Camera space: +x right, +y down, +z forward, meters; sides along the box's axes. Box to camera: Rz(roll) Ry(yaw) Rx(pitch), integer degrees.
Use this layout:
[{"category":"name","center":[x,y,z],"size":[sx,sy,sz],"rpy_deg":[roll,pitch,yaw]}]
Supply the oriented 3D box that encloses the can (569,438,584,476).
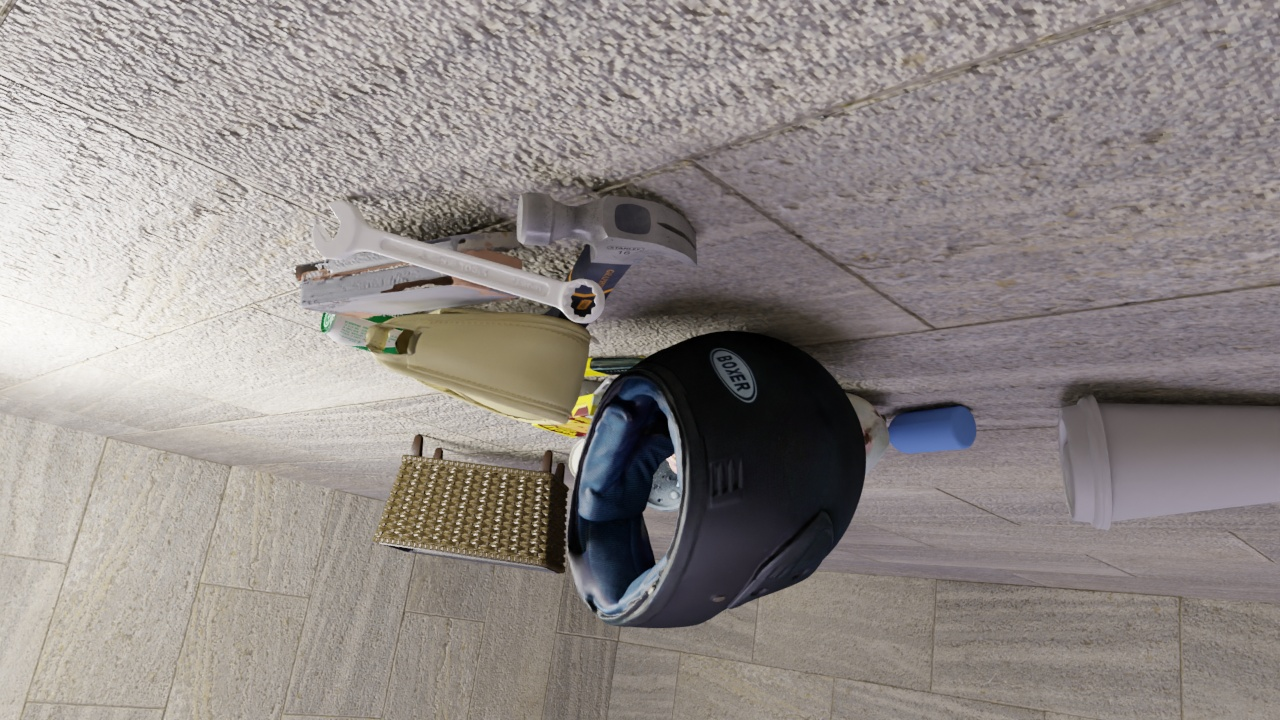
[{"category":"can","center":[-0.043,0.177,1.503],"size":[0.079,0.078,0.146],"rpy_deg":[-5,159,39]}]

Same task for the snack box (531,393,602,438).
[{"category":"snack box","center":[-0.068,0.067,1.080],"size":[0.061,0.025,0.149],"rpy_deg":[20,162,-28]}]

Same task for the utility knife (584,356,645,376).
[{"category":"utility knife","center":[-0.006,0.006,1.015],"size":[0.214,0.020,0.028],"rpy_deg":[-1,164,32]}]

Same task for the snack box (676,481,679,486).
[{"category":"snack box","center":[0.139,0.142,1.215],"size":[0.059,0.059,0.227],"rpy_deg":[19,161,-33]}]

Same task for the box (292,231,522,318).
[{"category":"box","center":[-0.195,-0.068,0.763],"size":[0.217,0.063,0.081],"rpy_deg":[-4,176,36]}]

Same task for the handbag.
[{"category":"handbag","center":[-0.140,-0.001,0.837],"size":[0.191,0.088,0.233],"rpy_deg":[15,173,-5]}]

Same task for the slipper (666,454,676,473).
[{"category":"slipper","center":[0.053,0.092,1.128],"size":[0.081,0.093,0.197],"rpy_deg":[28,175,-7]}]

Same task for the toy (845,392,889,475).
[{"category":"toy","center":[0.195,0.108,1.040],"size":[0.180,0.101,0.138],"rpy_deg":[-39,171,25]}]

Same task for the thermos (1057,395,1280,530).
[{"category":"thermos","center":[0.527,0.093,0.875],"size":[0.222,0.131,0.131],"rpy_deg":[-6,160,19]}]

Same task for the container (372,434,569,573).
[{"category":"container","center":[-0.294,0.265,1.702],"size":[0.321,0.204,0.176],"rpy_deg":[6,164,9]}]

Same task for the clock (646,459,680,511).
[{"category":"clock","center":[0.057,0.168,1.366],"size":[0.162,0.118,0.060],"rpy_deg":[15,175,1]}]

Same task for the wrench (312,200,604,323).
[{"category":"wrench","center":[-0.142,-0.072,0.670],"size":[0.274,0.047,0.009],"rpy_deg":[17,-172,27]}]

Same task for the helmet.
[{"category":"helmet","center":[0.085,0.122,0.897],"size":[0.235,0.249,0.317],"rpy_deg":[-2,131,-30]}]

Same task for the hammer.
[{"category":"hammer","center":[-0.050,-0.064,0.765],"size":[0.139,0.035,0.313],"rpy_deg":[3,167,-14]}]

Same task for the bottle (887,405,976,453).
[{"category":"bottle","center":[0.318,0.083,1.059],"size":[0.048,0.048,0.131],"rpy_deg":[19,161,-32]}]

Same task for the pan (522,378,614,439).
[{"category":"pan","center":[-0.056,0.051,1.136],"size":[0.200,0.050,0.357],"rpy_deg":[11,162,-8]}]

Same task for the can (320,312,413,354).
[{"category":"can","center":[-0.276,-0.034,0.958],"size":[0.101,0.053,0.053],"rpy_deg":[20,160,-34]}]
